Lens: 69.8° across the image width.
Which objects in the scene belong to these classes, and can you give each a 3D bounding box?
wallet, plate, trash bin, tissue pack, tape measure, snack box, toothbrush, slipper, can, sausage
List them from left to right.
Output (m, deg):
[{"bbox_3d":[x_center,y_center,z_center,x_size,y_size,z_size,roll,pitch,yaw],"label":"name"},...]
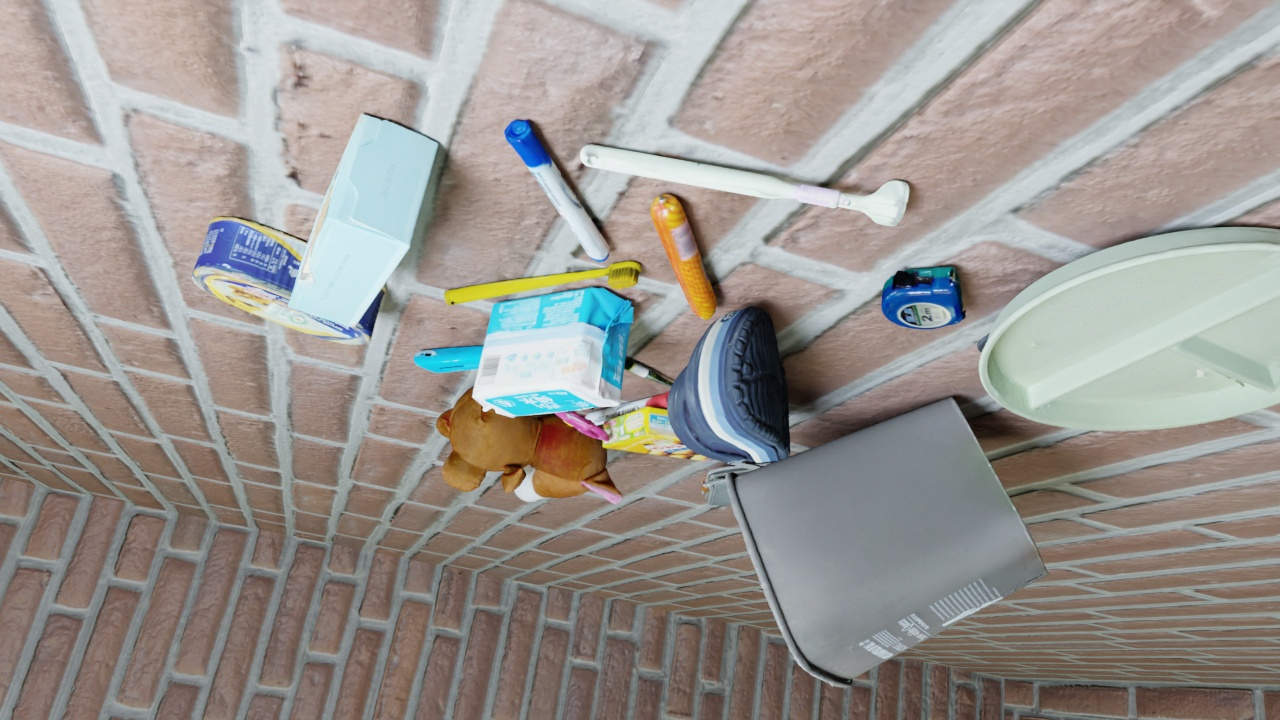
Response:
[{"bbox_3d":[-0.282,-0.061,0.744,0.148,0.049,0.075,26,153,-36],"label":"can"},{"bbox_3d":[-0.188,-0.085,0.607,0.051,0.074,0.175,18,157,-23],"label":"snack box"},{"bbox_3d":[-0.081,-0.057,0.715,0.190,0.016,0.015,-5,154,33],"label":"toothbrush"},{"bbox_3d":[-0.071,-0.004,0.746,0.140,0.089,0.063,-7,153,36],"label":"tissue pack"},{"bbox_3d":[-0.005,0.005,0.850,0.185,0.012,0.017,24,149,-33],"label":"toothbrush"},{"bbox_3d":[0.040,0.079,0.966,0.140,0.033,0.087,13,160,-31],"label":"snack box"},{"bbox_3d":[0.032,-0.067,0.632,0.021,0.021,0.165,3,158,16],"label":"sausage"},{"bbox_3d":[0.071,0.028,0.748,0.095,0.105,0.252,-7,165,15],"label":"slipper"},{"bbox_3d":[0.058,-0.104,0.531,0.189,0.020,0.029,10,129,2],"label":"toothbrush"},{"bbox_3d":[0.128,0.151,1.138,0.106,0.037,0.130,-2,158,0],"label":"wallet"},{"bbox_3d":[0.229,0.163,0.841,0.220,0.198,0.199,-28,147,15],"label":"trash bin"},{"bbox_3d":[0.192,-0.043,0.622,0.055,0.025,0.058,1,154,26],"label":"tape measure"},{"bbox_3d":[0.339,-0.013,0.591,0.230,0.027,0.231,4,150,2],"label":"plate"}]

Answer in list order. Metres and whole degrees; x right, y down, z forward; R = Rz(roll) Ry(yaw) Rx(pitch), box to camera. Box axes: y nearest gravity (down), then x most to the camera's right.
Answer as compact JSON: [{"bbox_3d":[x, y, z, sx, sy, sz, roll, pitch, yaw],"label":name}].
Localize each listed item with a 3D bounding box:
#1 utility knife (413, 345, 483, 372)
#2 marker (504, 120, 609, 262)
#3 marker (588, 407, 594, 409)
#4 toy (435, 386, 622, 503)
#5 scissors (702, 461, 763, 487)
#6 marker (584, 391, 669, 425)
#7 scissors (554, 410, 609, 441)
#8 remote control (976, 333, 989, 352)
[{"bbox_3d":[-0.136,-0.004,0.876,0.186,0.018,0.034,-4,155,29],"label":"utility knife"},{"bbox_3d":[-0.049,-0.103,0.583,0.017,0.016,0.146,2,158,19],"label":"marker"},{"bbox_3d":[-0.101,0.030,0.916,0.132,0.022,0.020,14,124,-36],"label":"marker"},{"bbox_3d":[-0.122,0.105,1.016,0.199,0.140,0.131,11,123,-24],"label":"toy"},{"bbox_3d":[0.158,0.126,1.034,0.176,0.012,0.162,-19,149,22],"label":"scissors"},{"bbox_3d":[-0.014,0.053,0.970,0.017,0.017,0.146,23,155,-33],"label":"marker"},{"bbox_3d":[-0.085,0.055,0.959,0.138,0.017,0.076,20,170,43],"label":"scissors"},{"bbox_3d":[0.308,-0.009,0.661,0.136,0.024,0.053,12,154,-12],"label":"remote control"}]
